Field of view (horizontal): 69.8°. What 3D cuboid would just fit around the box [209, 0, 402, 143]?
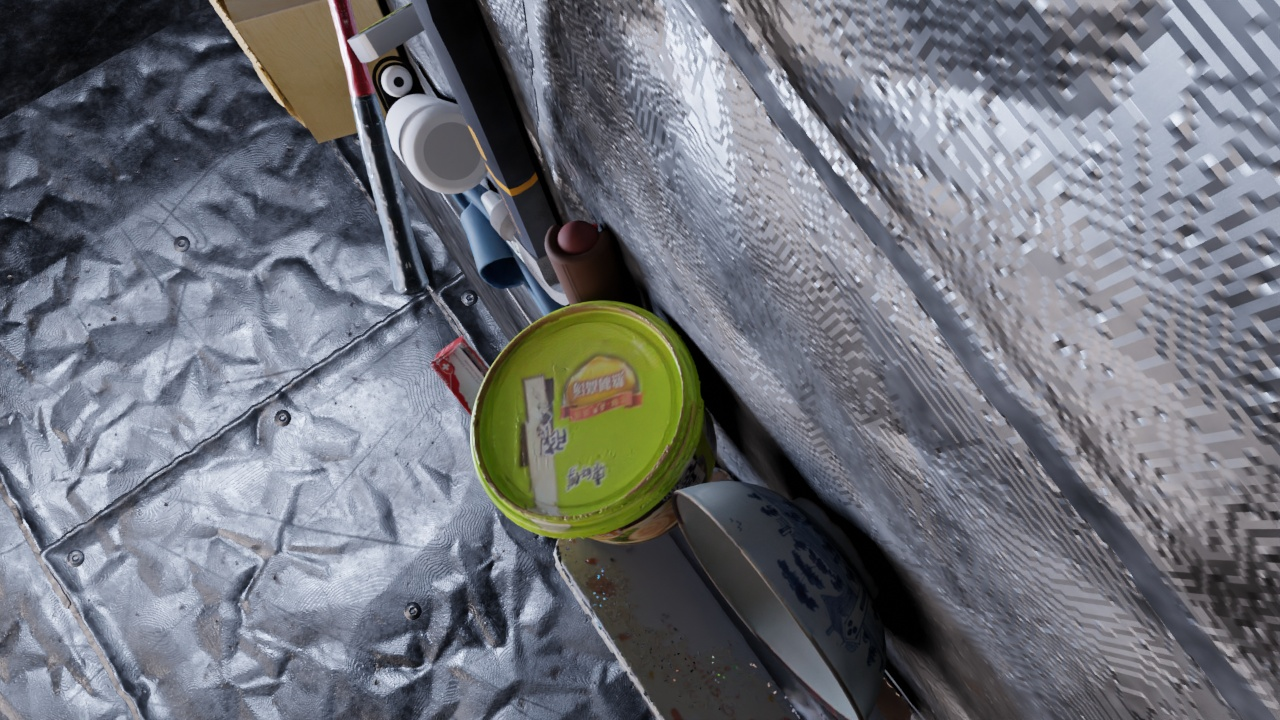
[{"bbox_3d":[-0.316,-0.315,0.896,0.148,0.140,0.249,48,171,6],"label":"box"}]

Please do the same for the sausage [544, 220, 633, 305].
[{"bbox_3d":[-0.026,-0.038,0.604,0.040,0.040,0.156,52,171,30],"label":"sausage"}]

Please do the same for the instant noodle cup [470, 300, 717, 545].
[{"bbox_3d":[-0.022,0.046,0.568,0.146,0.146,0.098,51,-179,31],"label":"instant noodle cup"}]

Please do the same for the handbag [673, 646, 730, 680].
[{"bbox_3d":[0.056,0.246,0.671,0.093,0.195,0.043,30,173,-17],"label":"handbag"}]

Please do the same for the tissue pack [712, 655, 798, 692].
[{"bbox_3d":[0.102,0.257,0.814,0.099,0.034,0.114,14,-179,-15],"label":"tissue pack"}]

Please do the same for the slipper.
[{"bbox_3d":[-0.134,-0.095,0.935,0.213,0.059,0.104,54,174,7],"label":"slipper"}]

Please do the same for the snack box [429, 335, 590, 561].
[{"bbox_3d":[-0.108,0.094,0.925,0.273,0.044,0.076,54,179,-11],"label":"snack box"}]

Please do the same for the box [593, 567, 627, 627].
[{"bbox_3d":[-0.019,0.182,0.780,0.244,0.066,0.091,105,147,-75],"label":"box"}]

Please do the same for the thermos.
[{"bbox_3d":[-0.188,-0.209,0.793,0.230,0.068,0.101,43,155,62],"label":"thermos"}]

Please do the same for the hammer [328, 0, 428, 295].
[{"bbox_3d":[-0.219,-0.210,0.722,0.140,0.036,0.326,-138,35,-61],"label":"hammer"}]

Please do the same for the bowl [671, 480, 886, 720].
[{"bbox_3d":[0.083,0.116,0.485,0.150,0.056,0.151,51,167,16],"label":"bowl"}]

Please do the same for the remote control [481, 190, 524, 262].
[{"bbox_3d":[-0.104,-0.108,0.831,0.133,0.022,0.050,50,170,39],"label":"remote control"}]

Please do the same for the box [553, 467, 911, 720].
[{"bbox_3d":[0.057,0.174,0.589,0.216,0.156,0.063,53,149,27],"label":"box"}]

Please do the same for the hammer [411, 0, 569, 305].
[{"bbox_3d":[-0.096,-0.146,0.611,0.139,0.035,0.313,50,169,29],"label":"hammer"}]

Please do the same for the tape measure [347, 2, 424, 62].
[{"bbox_3d":[-0.153,-0.212,0.581,0.065,0.064,0.017,27,151,59],"label":"tape measure"}]
